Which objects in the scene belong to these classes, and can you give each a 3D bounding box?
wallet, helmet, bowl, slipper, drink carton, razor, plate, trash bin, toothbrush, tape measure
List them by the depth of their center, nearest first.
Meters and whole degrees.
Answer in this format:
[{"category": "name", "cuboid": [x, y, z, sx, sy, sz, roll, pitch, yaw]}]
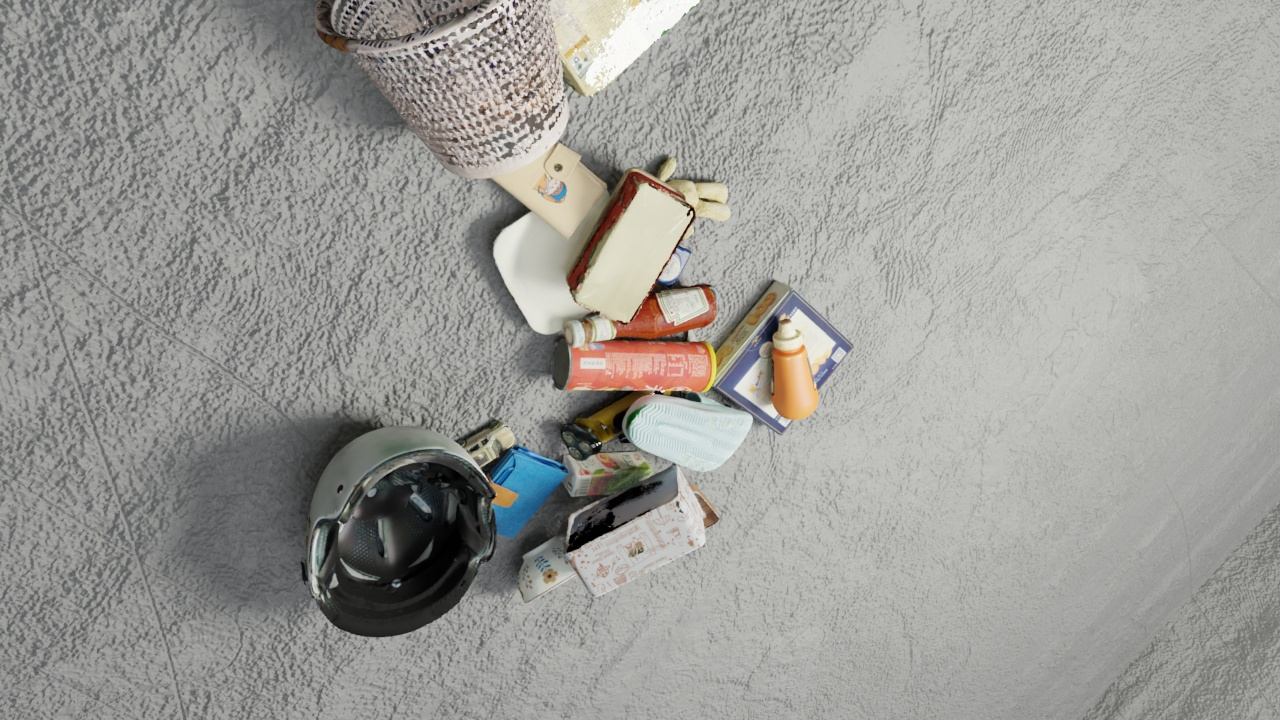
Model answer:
[{"category": "trash bin", "cuboid": [-0.168, -0.296, 0.899, 0.227, 0.227, 0.192, -34, 140, -9]}, {"category": "wallet", "cuboid": [-0.103, -0.209, 1.059, 0.115, 0.024, 0.087, 38, 82, -11]}, {"category": "helmet", "cuboid": [-0.300, 0.187, 1.113, 0.229, 0.157, 0.275, -8, 129, -28]}, {"category": "plate", "cuboid": [-0.094, -0.127, 1.130, 0.164, 0.034, 0.164, -32, 127, -11]}, {"category": "tape measure", "cuboid": [0.033, -0.130, 1.205, 0.054, 0.025, 0.058, 22, 100, -34]}, {"category": "wallet", "cuboid": [-0.174, 0.180, 1.246, 0.106, 0.040, 0.133, 28, 108, -40]}, {"category": "razor", "cuboid": [-0.030, 0.077, 1.264, 0.167, 0.068, 0.062, -32, 122, -18]}, {"category": "slipper", "cuboid": [0.061, 0.093, 1.297, 0.245, 0.074, 0.104, 16, 109, -45]}, {"category": "drink carton", "cuboid": [-0.049, 0.162, 1.302, 0.122, 0.053, 0.046, 1, 118, -29]}, {"category": "bowl", "cuboid": [-0.131, 0.292, 1.311, 0.113, 0.113, 0.062, -31, 84, -11]}, {"category": "toothbrush", "cuboid": [0.052, 0.091, 1.347, 0.189, 0.016, 0.014, -15, 113, -24]}]

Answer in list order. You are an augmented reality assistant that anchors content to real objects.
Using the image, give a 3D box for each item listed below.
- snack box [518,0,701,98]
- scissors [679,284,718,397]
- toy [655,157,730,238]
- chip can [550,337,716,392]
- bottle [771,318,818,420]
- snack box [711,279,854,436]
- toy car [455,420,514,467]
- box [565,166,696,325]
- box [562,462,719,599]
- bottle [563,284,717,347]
[{"category": "snack box", "cuboid": [-0.009, -0.411, 1.002, 0.240, 0.063, 0.114, -43, 128, -2]}, {"category": "scissors", "cuboid": [0.080, -0.028, 1.295, 0.135, 0.014, 0.175, -37, 128, -5]}, {"category": "toy", "cuboid": [0.048, -0.201, 1.157, 0.157, 0.066, 0.105, -5, 86, -31]}, {"category": "chip can", "cuboid": [-0.007, 0.007, 1.221, 0.216, 0.073, 0.073, 1, 115, -26]}, {"category": "bottle", "cuboid": [0.214, 0.010, 1.304, 0.066, 0.067, 0.150, -21, 118, -18]}, {"category": "snack box", "cuboid": [0.205, 0.000, 1.358, 0.182, 0.046, 0.178, 36, 96, -38]}, {"category": "toy car", "cuboid": [-0.205, 0.115, 1.202, 0.090, 0.035, 0.042, -32, 129, -14]}, {"category": "box", "cuboid": [-0.013, -0.131, 1.081, 0.091, 0.079, 0.168, 24, 108, -23]}, {"category": "box", "cuboid": [0.004, 0.234, 1.290, 0.179, 0.126, 0.273, -27, 169, 8]}, {"category": "bottle", "cuboid": [0.001, -0.053, 1.184, 0.205, 0.060, 0.060, -14, 122, -25]}]
